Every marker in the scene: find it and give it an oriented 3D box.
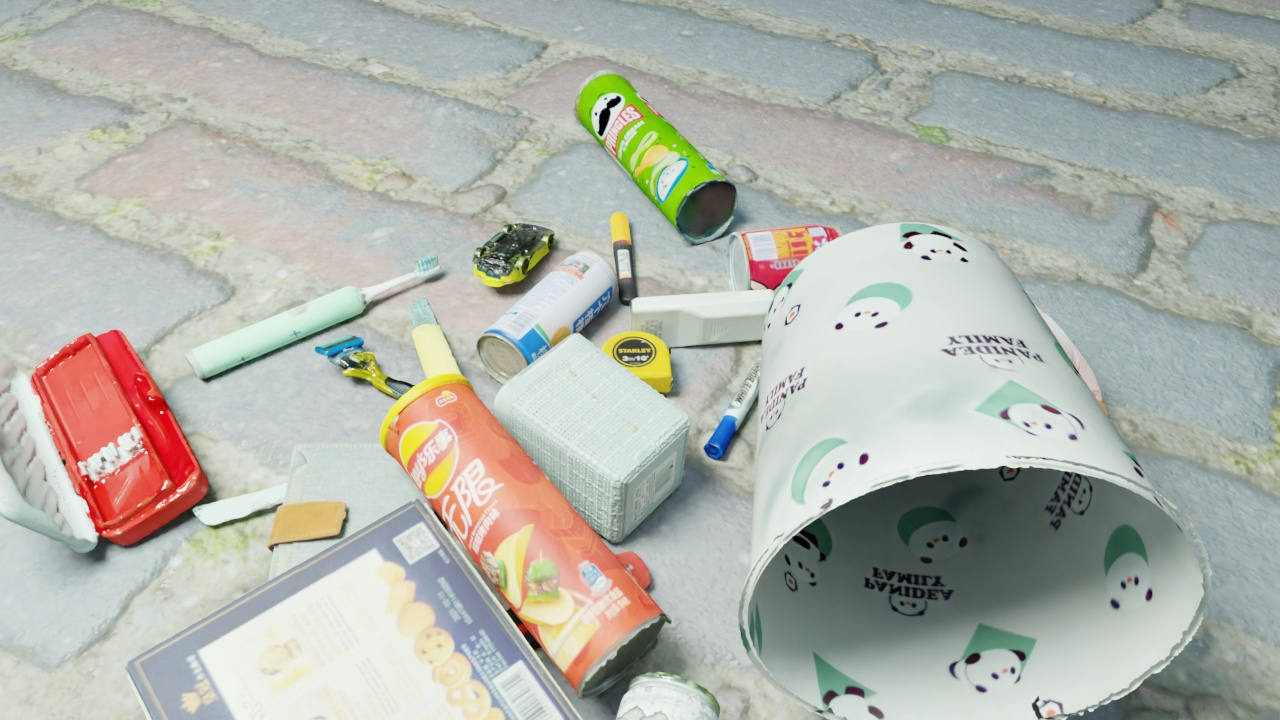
[{"bbox_3d":[0.087,0.024,0.730,0.017,0.017,0.145,20,47,18],"label":"marker"},{"bbox_3d":[-0.016,-0.095,0.854,0.018,0.015,0.123,-4,47,-3],"label":"marker"}]

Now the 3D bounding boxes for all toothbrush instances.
[{"bbox_3d":[-0.270,-0.041,0.780,0.224,0.027,0.026,-27,45,-26],"label":"toothbrush"}]

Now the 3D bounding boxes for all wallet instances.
[{"bbox_3d":[-0.191,0.111,0.609,0.106,0.037,0.129,1,53,-4],"label":"wallet"}]

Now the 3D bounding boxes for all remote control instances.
[{"bbox_3d":[0.052,-0.033,0.765,0.125,0.049,0.024,-4,47,-5],"label":"remote control"}]

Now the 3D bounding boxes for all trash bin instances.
[{"bbox_3d":[0.173,0.057,0.563,0.229,0.230,0.251,4,38,2],"label":"trash bin"}]

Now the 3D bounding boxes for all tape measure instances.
[{"bbox_3d":[-0.004,0.004,0.739,0.060,0.029,0.057,-1,45,-3],"label":"tape measure"}]

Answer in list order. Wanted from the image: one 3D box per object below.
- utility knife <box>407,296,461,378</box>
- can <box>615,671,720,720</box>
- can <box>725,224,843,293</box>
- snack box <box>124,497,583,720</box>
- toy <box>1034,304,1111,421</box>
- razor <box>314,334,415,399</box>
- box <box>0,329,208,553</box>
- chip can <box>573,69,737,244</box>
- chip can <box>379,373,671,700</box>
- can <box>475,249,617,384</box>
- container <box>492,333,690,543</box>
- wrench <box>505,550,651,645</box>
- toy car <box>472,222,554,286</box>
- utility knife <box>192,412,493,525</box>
[{"bbox_3d":[-0.162,-0.004,0.738,0.031,0.021,0.201,-8,40,-22],"label":"utility knife"},{"bbox_3d":[0.001,0.241,0.473,0.058,0.058,0.146,11,45,10],"label":"can"},{"bbox_3d":[0.129,-0.085,0.807,0.093,0.067,0.066,-7,45,-9],"label":"can"},{"bbox_3d":[-0.152,0.193,0.505,0.182,0.046,0.178,-29,63,-28],"label":"snack box"},{"bbox_3d":[0.311,0.009,0.703,0.121,0.054,0.159,25,36,-32],"label":"toy"},{"bbox_3d":[-0.189,0.020,0.724,0.143,0.022,0.042,26,27,16],"label":"razor"},{"bbox_3d":[-0.401,0.038,0.642,0.110,0.100,0.201,-35,55,-18],"label":"box"},{"bbox_3d":[0.012,-0.212,0.934,0.072,0.072,0.236,-19,48,-20],"label":"chip can"},{"bbox_3d":[-0.077,0.104,0.570,0.073,0.073,0.216,-30,62,-28],"label":"chip can"},{"bbox_3d":[-0.074,-0.037,0.763,0.053,0.053,0.134,24,48,21],"label":"can"},{"bbox_3d":[-0.032,0.057,0.644,0.111,0.090,0.089,34,53,25],"label":"container"},{"bbox_3d":[-0.116,0.180,0.563,0.273,0.016,0.056,-18,52,-19],"label":"wrench"},{"bbox_3d":[-0.115,-0.096,0.840,0.048,0.032,0.105,13,34,12],"label":"toy car"},{"bbox_3d":[-0.199,0.079,0.664,0.234,0.018,0.034,-14,60,-16],"label":"utility knife"}]
